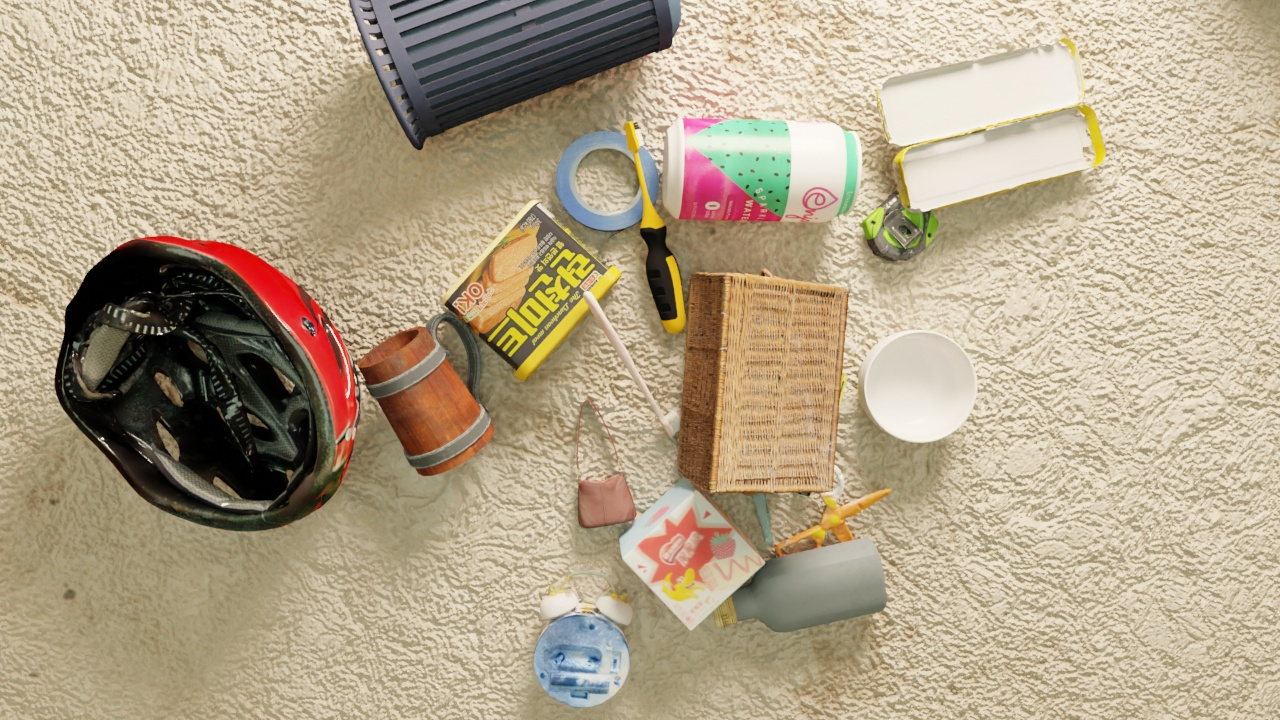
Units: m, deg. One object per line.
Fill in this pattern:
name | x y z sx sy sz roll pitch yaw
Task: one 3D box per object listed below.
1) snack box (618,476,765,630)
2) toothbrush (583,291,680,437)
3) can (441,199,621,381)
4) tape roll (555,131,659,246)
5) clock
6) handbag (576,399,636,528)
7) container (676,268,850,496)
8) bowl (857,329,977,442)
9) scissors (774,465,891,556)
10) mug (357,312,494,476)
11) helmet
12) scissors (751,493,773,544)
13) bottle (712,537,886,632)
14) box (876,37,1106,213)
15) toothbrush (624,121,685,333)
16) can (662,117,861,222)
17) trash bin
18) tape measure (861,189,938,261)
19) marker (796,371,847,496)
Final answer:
snack box | 0.045 0.174 0.845 0.093 0.079 0.095 -42 95 1
toothbrush | -0.005 0.005 0.822 0.018 0.015 0.181 -36 124 -5
can | -0.097 -0.063 0.824 0.101 0.072 0.131 43 92 -3
tape roll | -0.030 -0.164 0.845 0.091 0.016 0.093 -38 95 1
clock | -0.053 0.260 0.862 0.089 0.052 0.125 6 94 -3
handbag | -0.040 0.095 0.864 0.055 0.029 0.119 -10 90 0
container | 0.104 0.019 0.810 0.112 0.114 0.198 4 93 -13
bowl | 0.253 0.023 0.856 0.105 0.054 0.105 0 93 -2
scissors | 0.181 0.148 0.874 0.125 0.011 0.128 -28 110 6
mug | -0.181 0.024 0.821 0.117 0.082 0.111 -47 119 -41
helmet | -0.346 0.018 0.767 0.272 0.166 0.218 43 107 4
scissors | 0.109 0.111 0.877 0.056 0.015 0.136 -14 91 -4
bottle | 0.146 0.218 0.866 0.161 0.046 0.072 -13 114 0
box | 0.321 -0.216 0.840 0.209 0.023 0.127 -15 89 -10
toothbrush | 0.012 -0.117 0.831 0.030 0.031 0.197 -28 112 -40
can | 0.104 -0.168 0.815 0.166 0.088 0.088 1 95 -3
trash bin | -0.099 -0.288 0.772 0.249 0.139 0.139 -21 95 -2
tape measure | 0.242 -0.124 0.851 0.058 0.036 0.065 44 91 -6
marker | 0.171 0.069 0.874 0.021 0.017 0.124 14 95 -3
